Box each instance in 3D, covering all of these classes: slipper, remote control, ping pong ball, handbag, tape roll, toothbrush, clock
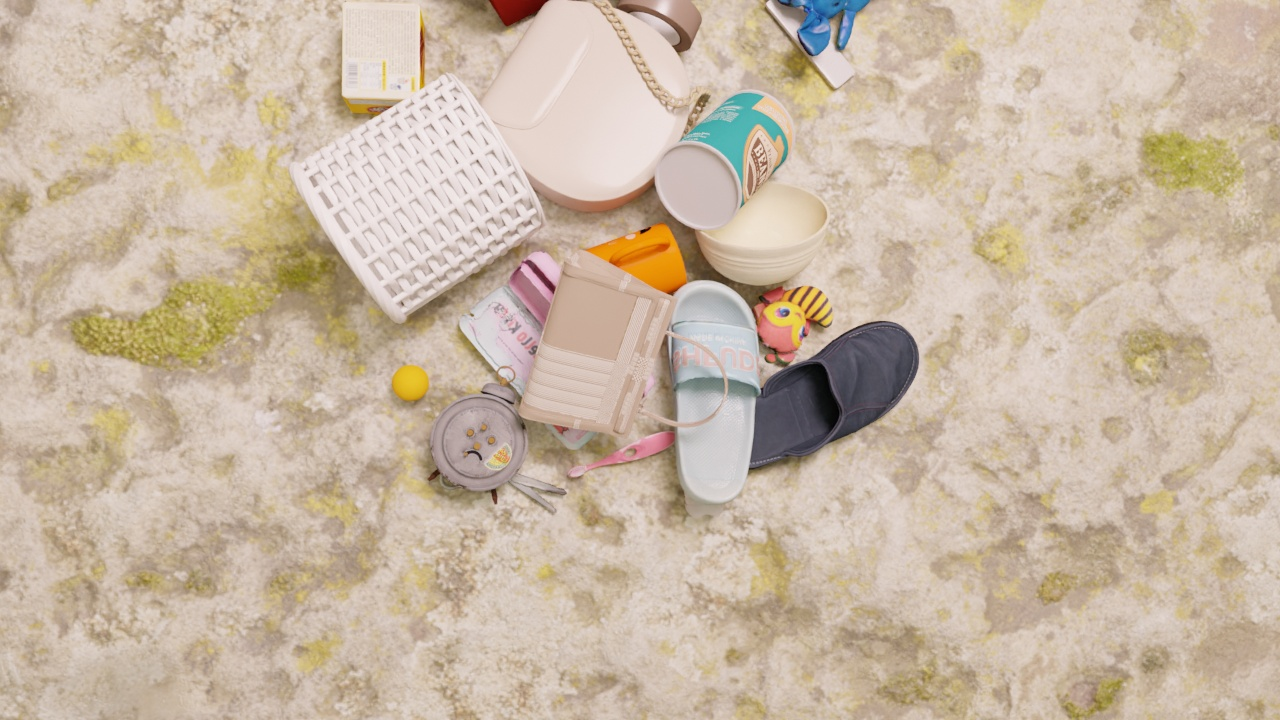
[{"bbox_3d":[0.083,0.033,0.993,0.104,0.074,0.245,1,84,-8],"label":"slipper"},{"bbox_3d":[0.200,-0.380,1.085,0.033,0.012,0.131,-42,94,-8],"label":"remote control"},{"bbox_3d":[-0.253,0.025,1.010,0.040,0.040,0.040,0,89,-7],"label":"ping pong ball"},{"bbox_3d":[-0.054,-0.278,1.008,0.208,0.103,0.210,32,85,-3],"label":"handbag"},{"bbox_3d":[-0.006,0.005,0.943,0.198,0.062,0.176,21,113,4],"label":"handbag"},{"bbox_3d":[0.020,-0.383,1.023,0.093,0.094,0.030,24,86,-6],"label":"tape roll"},{"bbox_3d":[0.213,0.042,1.045,0.265,0.083,0.109,-27,90,-8],"label":"slipper"},{"bbox_3d":[-0.019,0.108,1.049,0.135,0.016,0.021,-20,92,-6],"label":"toothbrush"},{"bbox_3d":[-0.170,0.076,1.001,0.104,0.056,0.147,20,85,-3],"label":"clock"}]

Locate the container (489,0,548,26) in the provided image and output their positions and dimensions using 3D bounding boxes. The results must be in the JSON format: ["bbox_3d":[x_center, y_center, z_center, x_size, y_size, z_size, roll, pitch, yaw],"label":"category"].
[{"bbox_3d":[-0.095,-0.470,0.984,0.201,0.148,0.127,-33,86,2],"label":"container"}]

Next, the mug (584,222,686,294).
[{"bbox_3d":[-0.006,-0.105,1.006,0.096,0.113,0.077,-20,79,-7],"label":"mug"}]

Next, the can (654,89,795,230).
[{"bbox_3d":[0.094,-0.219,0.993,0.099,0.100,0.143,45,48,-4],"label":"can"}]

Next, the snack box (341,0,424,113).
[{"bbox_3d":[-0.279,-0.329,1.002,0.083,0.061,0.105,0,89,-7],"label":"snack box"}]

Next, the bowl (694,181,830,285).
[{"bbox_3d":[0.133,-0.133,1.023,0.150,0.150,0.075,-10,129,-7],"label":"bowl"}]

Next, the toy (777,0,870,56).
[{"bbox_3d":[0.227,-0.427,1.059,0.176,0.071,0.113,-34,89,-12],"label":"toy"}]

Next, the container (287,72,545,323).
[{"bbox_3d":[-0.225,-0.166,0.943,0.186,0.189,0.189,-34,93,-7],"label":"container"}]

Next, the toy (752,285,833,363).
[{"bbox_3d":[0.172,-0.046,1.061,0.103,0.046,0.084,-32,86,-10],"label":"toy"}]

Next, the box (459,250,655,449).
[{"bbox_3d":[-0.094,-0.007,1.013,0.201,0.111,0.101,49,59,-4],"label":"box"}]

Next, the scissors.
[{"bbox_3d":[-0.158,0.113,1.034,0.153,0.014,0.131,-3,89,-4],"label":"scissors"}]

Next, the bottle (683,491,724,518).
[{"bbox_3d":[0.067,0.109,1.045,0.044,0.044,0.136,-7,90,-7],"label":"bottle"}]
